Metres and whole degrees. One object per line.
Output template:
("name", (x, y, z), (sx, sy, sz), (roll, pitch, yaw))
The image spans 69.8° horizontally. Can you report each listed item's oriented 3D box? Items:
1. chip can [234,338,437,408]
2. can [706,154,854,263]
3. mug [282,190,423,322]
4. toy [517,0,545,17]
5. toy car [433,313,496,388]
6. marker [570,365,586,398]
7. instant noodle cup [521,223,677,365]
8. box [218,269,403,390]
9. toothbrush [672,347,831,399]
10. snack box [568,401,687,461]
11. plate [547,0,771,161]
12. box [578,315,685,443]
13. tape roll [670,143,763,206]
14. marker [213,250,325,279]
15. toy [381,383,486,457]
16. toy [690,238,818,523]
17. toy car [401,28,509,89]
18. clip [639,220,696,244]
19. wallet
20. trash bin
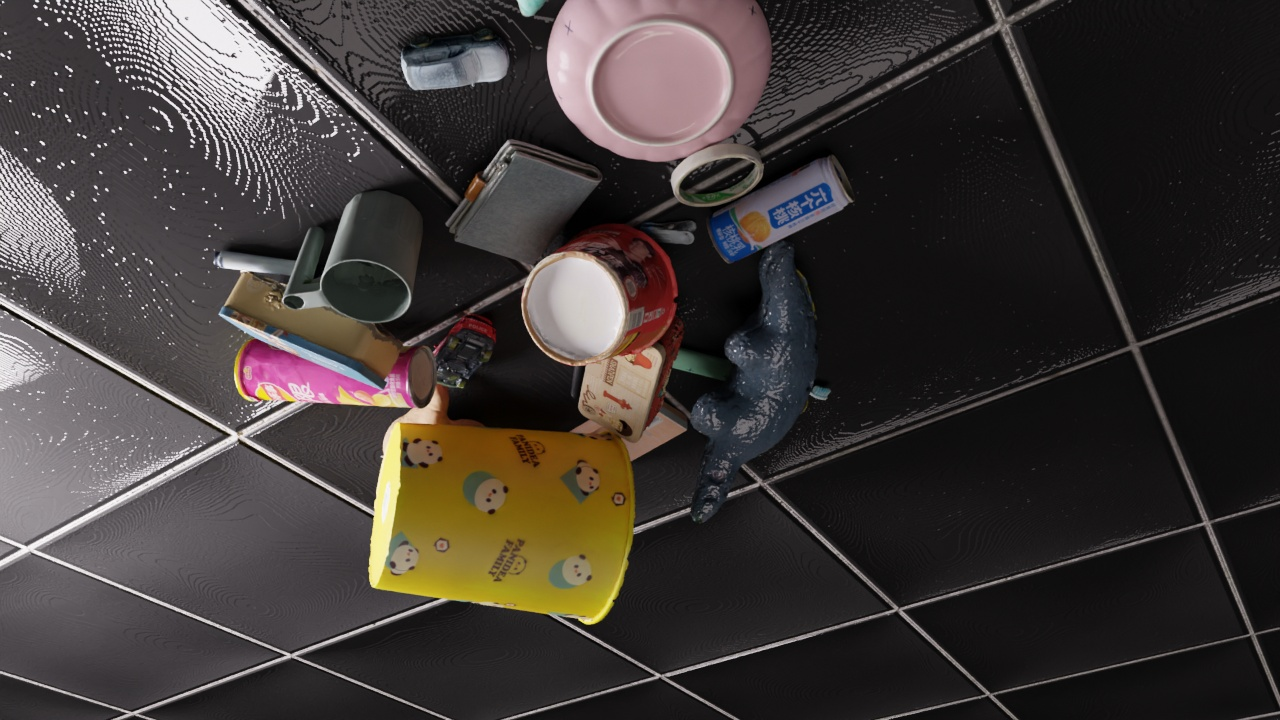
("chip can", (-0.335, 0.014, 1.012), (0.211, 0.071, 0.071), (2, 141, 13))
("can", (0.134, -0.145, 0.882), (0.135, 0.053, 0.053), (-25, 134, 25))
("mug", (-0.275, -0.099, 0.887), (0.124, 0.103, 0.084), (-6, 139, 7))
("toy", (-0.083, -0.310, 0.703), (0.096, 0.030, 0.092), (26, 131, -20))
("toy car", (-0.203, -0.010, 1.039), (0.053, 0.045, 0.121), (24, 139, -24))
("marker", (-0.066, 0.000, 1.071), (0.022, 0.020, 0.132), (21, 139, 7))
("instant noodle cup", (-0.043, -0.061, 0.890), (0.138, 0.108, 0.138), (5, 105, 18))
("box", (-0.328, -0.029, 0.936), (0.184, 0.059, 0.090), (22, 167, 15))
("toothbrush", (0.127, 0.018, 1.093), (0.224, 0.026, 0.027), (15, 126, -18))
("snack box", (-0.025, 0.096, 1.180), (0.158, 0.026, 0.084), (-31, 131, 31))
("plate", (0.017, -0.242, 0.777), (0.192, 0.039, 0.193), (-1, 140, -1))
("box", (-0.006, 0.006, 1.034), (0.091, 0.076, 0.169), (29, 140, 12))
("tape roll", (0.072, -0.172, 0.857), (0.086, 0.014, 0.086), (-12, 159, -5))
("marker", (-0.373, -0.095, 0.952), (0.130, 0.022, 0.018), (6, 178, -10))
("toy", (-0.257, 0.109, 1.156), (0.143, 0.082, 0.226), (-21, 135, 0))
("toy", (0.132, 0.027, 1.020), (0.137, 0.091, 0.357), (-12, 127, -44))
("toy car", (-0.155, -0.249, 0.770), (0.090, 0.034, 0.043), (-5, 136, 3))
("clip", (0.028, -0.130, 0.927), (0.057, 0.029, 0.025), (0, 138, 14))
("wallet", (-0.116, -0.153, 0.881), (0.106, 0.037, 0.130), (14, 139, -33))
("trash bin", (-0.166, 0.179, 1.055), (0.255, 0.229, 0.230), (9, 139, -21))
